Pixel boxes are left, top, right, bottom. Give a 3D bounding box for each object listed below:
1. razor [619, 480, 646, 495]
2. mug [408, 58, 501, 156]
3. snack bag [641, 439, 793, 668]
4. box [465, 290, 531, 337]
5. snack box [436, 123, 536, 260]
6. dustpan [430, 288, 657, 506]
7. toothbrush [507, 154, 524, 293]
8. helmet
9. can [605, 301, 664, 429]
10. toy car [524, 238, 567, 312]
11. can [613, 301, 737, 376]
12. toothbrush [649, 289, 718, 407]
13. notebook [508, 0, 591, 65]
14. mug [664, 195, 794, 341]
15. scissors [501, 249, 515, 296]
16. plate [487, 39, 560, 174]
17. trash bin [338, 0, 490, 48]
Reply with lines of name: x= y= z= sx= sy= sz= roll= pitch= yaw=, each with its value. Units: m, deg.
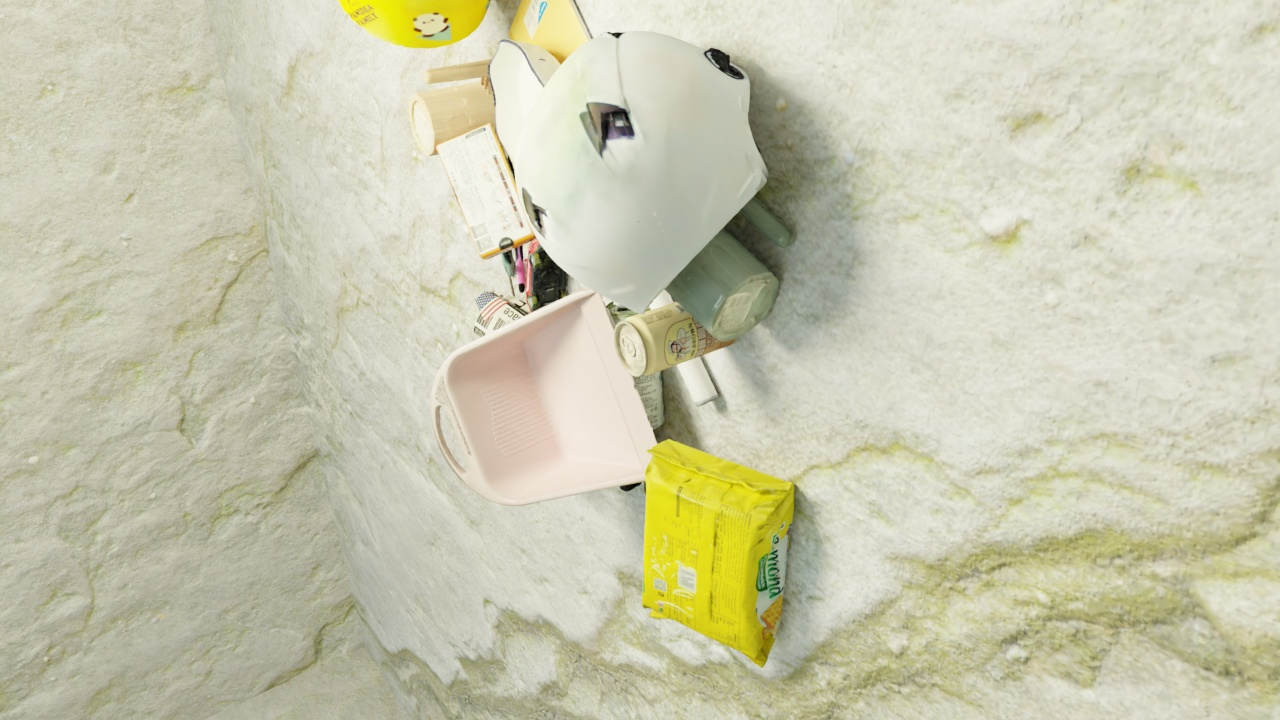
razor: x=0.037 y=0.157 z=1.058 sx=0.167 sy=0.067 sz=0.062 roll=33 pitch=135 yaw=38
mug: x=-0.230 y=-0.324 z=1.170 sx=0.084 sy=0.103 sz=0.125 roll=56 pitch=148 yaw=25
snack bag: x=0.072 y=0.206 z=0.968 sx=0.158 sy=0.068 sz=0.247 roll=18 pitch=125 yaw=27
box: x=-0.177 y=-0.042 z=1.249 sx=0.163 sy=0.087 sz=0.076 roll=32 pitch=141 yaw=37
snack box: x=-0.190 y=-0.209 z=1.138 sx=0.026 sy=0.075 sz=0.153 roll=7 pitch=-119 yaw=-85
dustpan: x=-0.124 y=0.065 z=1.057 sx=0.274 sy=0.138 sz=0.222 roll=-20 pitch=93 yaw=56
toothbrush: x=-0.162 y=-0.182 z=1.197 sx=0.018 sy=0.014 sz=0.189 roll=-177 pitch=83 yaw=-70
helmet: x=-0.026 y=-0.181 z=0.788 sx=0.230 sy=0.145 sz=0.258 roll=-41 pitch=46 yaw=35
can: x=-0.006 y=0.006 z=1.038 sx=0.058 sy=0.058 sz=0.147 roll=27 pitch=129 yaw=51
toy car: x=-0.122 y=-0.111 z=1.167 sx=0.045 sy=0.052 sz=0.121 roll=56 pitch=149 yaw=33
can: x=0.036 y=-0.027 z=0.889 sx=0.058 sy=0.116 sz=0.059 roll=37 pitch=137 yaw=44
toothbrush: x=0.026 y=-0.055 z=0.982 sx=0.221 sy=0.027 sz=0.026 roll=65 pitch=-168 yaw=9
notebook: x=-0.087 y=-0.325 z=1.025 sx=0.206 sy=0.010 sz=0.146 roll=65 pitch=150 yaw=9
mug: x=0.075 y=-0.095 z=0.837 sx=0.103 sy=0.083 sz=0.124 roll=49 pitch=119 yaw=31
scissors: x=-0.184 y=-0.161 z=1.228 sx=0.181 sy=0.019 sz=0.170 roll=-129 pitch=29 yaw=-71
plate: x=-0.113 y=-0.263 z=1.044 sx=0.205 sy=0.045 sz=0.205 roll=52 pitch=154 yaw=39
trash bin: x=-0.235 y=-0.489 z=0.977 sx=0.229 sy=0.229 sz=0.256 roll=63 pitch=155 yaw=13
